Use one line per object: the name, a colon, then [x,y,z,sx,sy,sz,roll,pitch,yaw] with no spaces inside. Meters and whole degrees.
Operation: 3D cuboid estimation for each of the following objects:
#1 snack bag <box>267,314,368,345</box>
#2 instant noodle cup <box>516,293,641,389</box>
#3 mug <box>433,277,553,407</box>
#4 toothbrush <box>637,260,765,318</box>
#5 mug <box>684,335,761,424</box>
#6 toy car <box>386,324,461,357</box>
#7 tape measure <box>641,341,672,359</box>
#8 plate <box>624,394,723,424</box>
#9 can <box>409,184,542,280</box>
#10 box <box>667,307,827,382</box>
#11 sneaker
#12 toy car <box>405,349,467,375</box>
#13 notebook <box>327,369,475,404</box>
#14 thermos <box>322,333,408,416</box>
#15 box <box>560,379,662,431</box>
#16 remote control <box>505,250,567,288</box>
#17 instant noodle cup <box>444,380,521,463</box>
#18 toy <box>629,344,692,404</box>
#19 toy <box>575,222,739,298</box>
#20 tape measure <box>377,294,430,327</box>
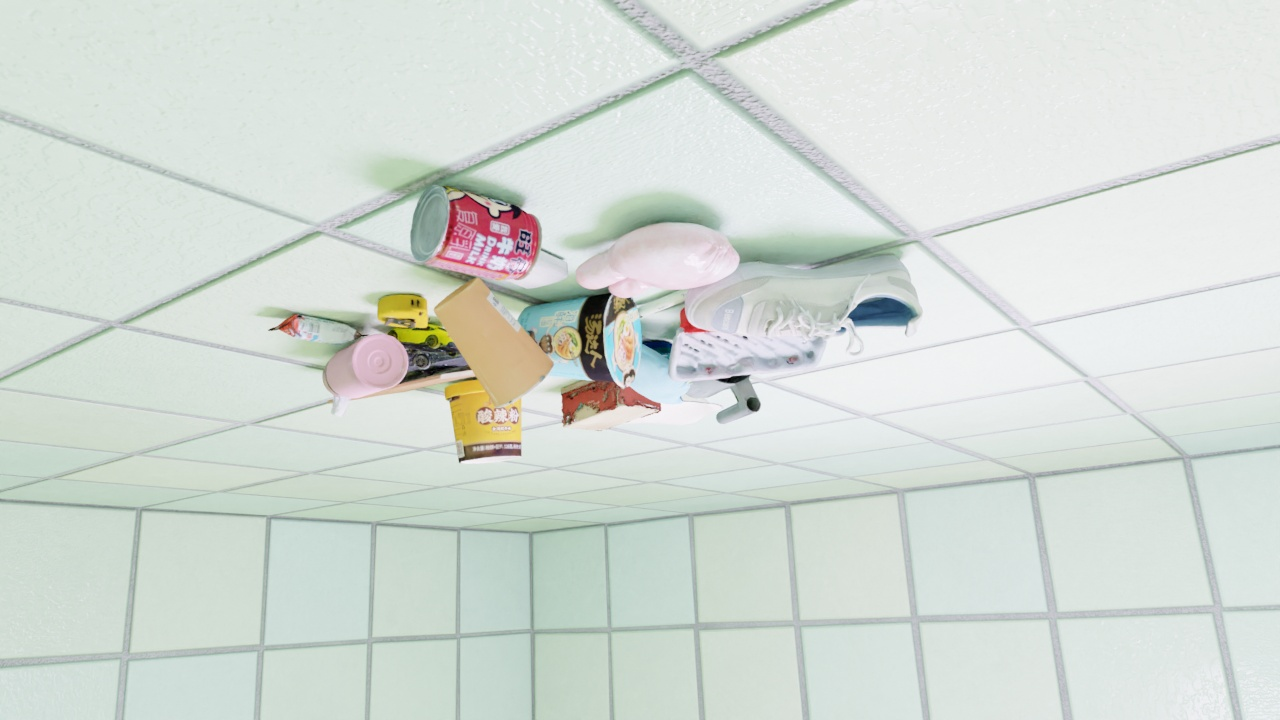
snack bag: [-0.374,-0.035,1.069,0.048,0.026,0.104,-5,167,44]
instant noodle cup: [-0.073,-0.023,1.030,0.121,0.111,0.111,-2,166,20]
mug: [-0.156,-0.022,0.960,0.078,0.123,0.078,-32,-164,10]
toothbrush: [0.060,-0.074,1.002,0.029,0.020,0.190,18,155,-40]
mug: [0.099,0.019,1.164,0.083,0.124,0.104,-23,175,-22]
toy car: [-0.260,-0.026,1.107,0.105,0.032,0.048,3,168,24]
tape measure: [0.018,-0.008,1.229,0.058,0.025,0.055,1,165,-17]
plate: [0.040,0.074,1.513,0.163,0.034,0.165,3,164,-18]
can: [-0.137,-0.105,0.772,0.093,0.066,0.067,10,160,-38]
box: [0.138,-0.034,1.057,0.201,0.065,0.160,-4,151,-16]
sneaker: [0.167,-0.046,0.923,0.242,0.090,0.090,-6,141,-9]
toy car: [-0.241,-0.007,1.169,0.120,0.036,0.054,-8,170,-5]
notebook: [-0.303,0.032,1.267,0.212,0.012,0.149,-12,179,30]
thermos: [-0.348,0.021,1.130,0.067,0.087,0.199,19,163,-28]
box: [-0.048,0.069,1.397,0.091,0.077,0.169,8,161,-36]
remote control: [-0.130,-0.099,0.883,0.056,0.019,0.135,-13,162,33]
instant noodle cup: [-0.227,0.092,1.361,0.118,0.114,0.118,-5,170,-1]
toy: [-0.007,0.007,1.155,0.156,0.049,0.161,11,154,37]
toy: [0.014,-0.092,0.866,0.160,0.054,0.121,-13,163,39]
tape measure: [-0.263,-0.052,1.018,0.057,0.029,0.060,2,164,-12]
